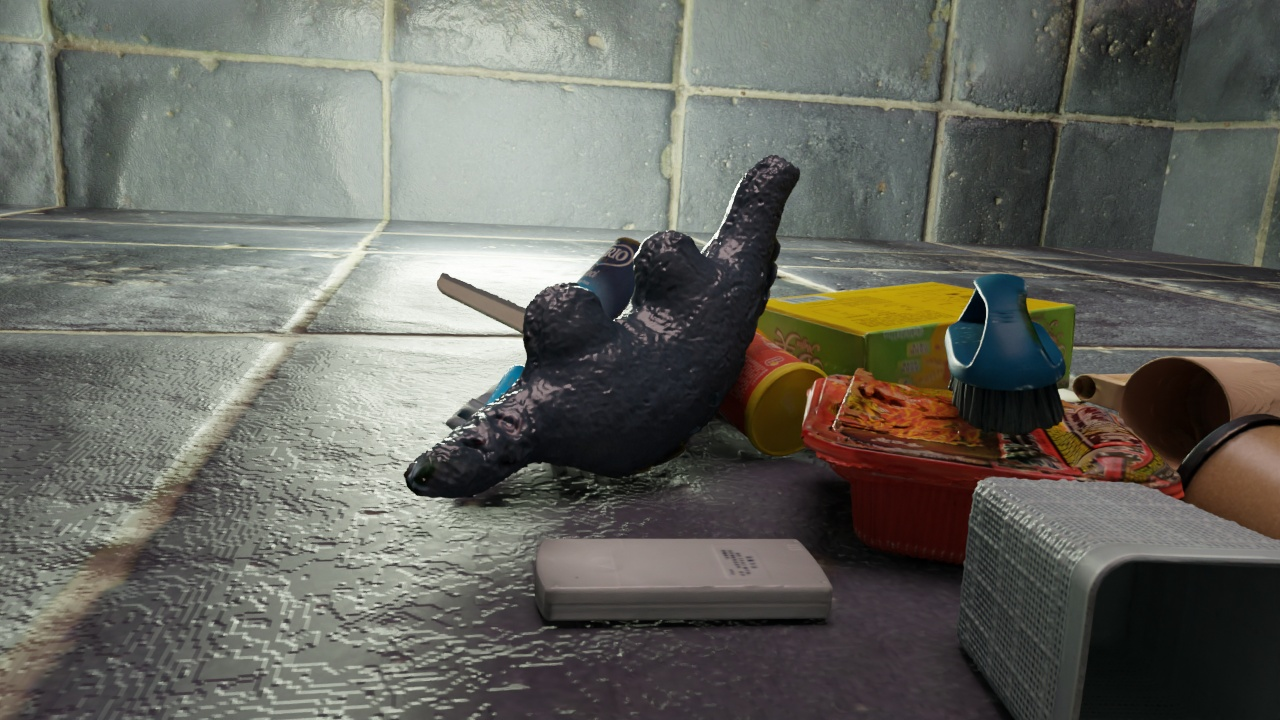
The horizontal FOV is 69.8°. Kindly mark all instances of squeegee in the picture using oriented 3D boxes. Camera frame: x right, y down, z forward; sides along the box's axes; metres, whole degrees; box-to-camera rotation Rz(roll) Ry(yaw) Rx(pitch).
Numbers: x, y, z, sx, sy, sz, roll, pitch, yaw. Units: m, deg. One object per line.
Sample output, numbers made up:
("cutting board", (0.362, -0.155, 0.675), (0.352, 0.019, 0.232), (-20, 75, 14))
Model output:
("squeegee", (-0.103, 0.019, 0.739), (0.246, 0.039, 0.246), (23, 22, 4))

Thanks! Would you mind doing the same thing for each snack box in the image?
("snack box", (0.211, -0.013, 0.733), (0.209, 0.070, 0.158), (-7, 15, -26))

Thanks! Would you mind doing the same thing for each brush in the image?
("brush", (0.194, -0.010, 0.496), (0.055, 0.073, 0.143), (-2, 13, 17))

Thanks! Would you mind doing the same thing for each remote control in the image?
("remote control", (0.018, 0.103, 0.432), (0.135, 0.019, 0.056), (1, 13, -9))

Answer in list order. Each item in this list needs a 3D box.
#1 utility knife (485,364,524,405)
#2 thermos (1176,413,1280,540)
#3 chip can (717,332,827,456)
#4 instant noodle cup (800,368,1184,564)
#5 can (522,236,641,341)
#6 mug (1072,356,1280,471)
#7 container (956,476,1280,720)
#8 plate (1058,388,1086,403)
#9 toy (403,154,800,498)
("utility knife", (-0.094, 0.043, 0.619), (0.034, 0.018, 0.166), (26, 25, -3))
("thermos", (0.327, 0.088, 0.437), (0.093, 0.093, 0.143), (-1, 21, -20))
("chip can", (0.057, -0.004, 0.723), (0.073, 0.073, 0.216), (-4, 24, -29))
("instant noodle cup", (0.184, 0.061, 0.526), (0.189, 0.079, 0.164), (8, 13, 13))
("can", (-0.027, -0.028, 0.694), (0.111, 0.075, 0.075), (-48, 34, -16))
("mug", (0.419, 0.034, 0.704), (0.103, 0.084, 0.125), (-1, 14, -29))
("container", (0.180, 0.098, 0.348), (0.090, 0.090, 0.111), (3, 9, -4))
("plate", (0.277, 0.029, 0.797), (0.163, 0.034, 0.164), (1, 13, -10))
("toy", (0.000, -0.003, 0.594), (0.091, 0.138, 0.355), (19, 47, 40))
